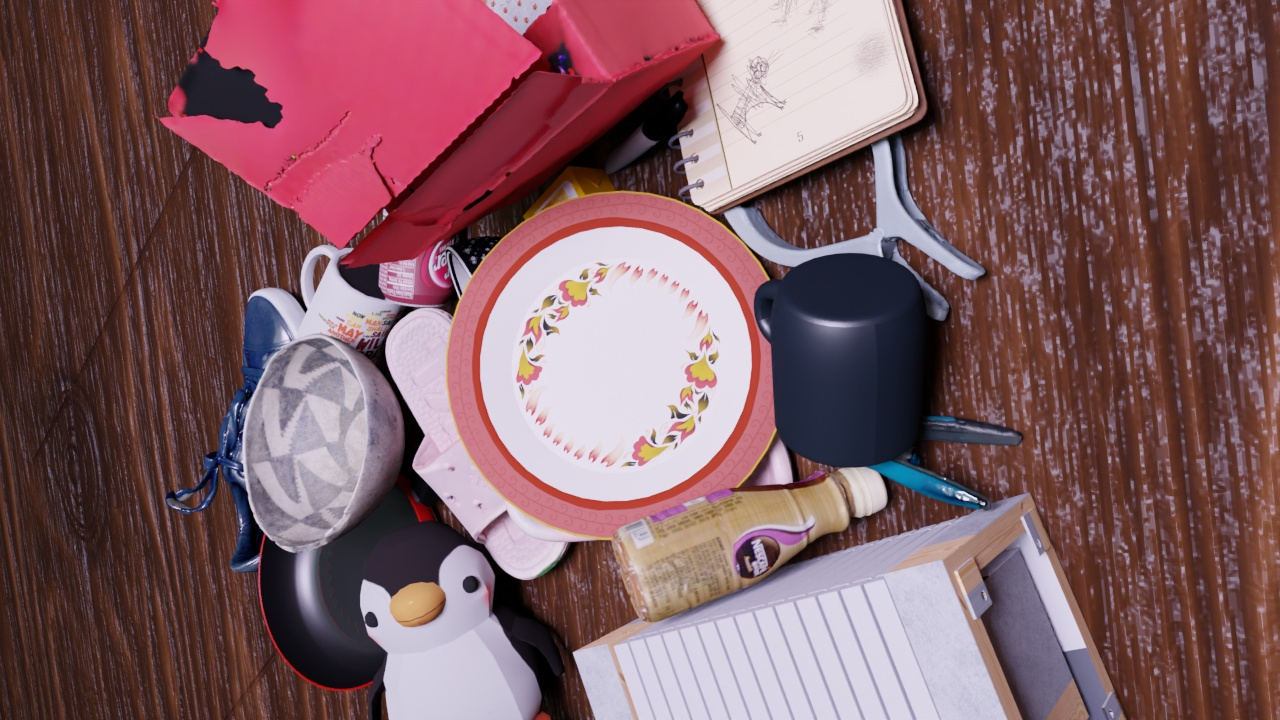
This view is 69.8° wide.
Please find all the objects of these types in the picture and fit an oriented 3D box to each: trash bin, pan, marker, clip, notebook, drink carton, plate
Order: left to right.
[{"bbox_3d":[-0.219,0.144,0.831,0.357,0.067,0.209,-45,65,15],"label":"pan"},{"bbox_3d":[-0.029,-0.074,0.669,0.059,0.040,0.122,-40,72,34],"label":"drink carton"},{"bbox_3d":[-0.016,0.002,0.609,0.230,0.021,0.229,-1,83,10],"label":"plate"},{"bbox_3d":[0.001,-0.151,0.616,0.022,0.016,0.139,-68,17,-12],"label":"marker"},{"bbox_3d":[0.071,-0.220,0.561,0.168,0.024,0.225,-19,77,41],"label":"notebook"},{"bbox_3d":[0.115,0.192,0.527,0.248,0.142,0.142,-27,79,37],"label":"trash bin"},{"bbox_3d":[0.137,-0.116,0.543,0.174,0.030,0.159,29,114,31],"label":"clip"}]

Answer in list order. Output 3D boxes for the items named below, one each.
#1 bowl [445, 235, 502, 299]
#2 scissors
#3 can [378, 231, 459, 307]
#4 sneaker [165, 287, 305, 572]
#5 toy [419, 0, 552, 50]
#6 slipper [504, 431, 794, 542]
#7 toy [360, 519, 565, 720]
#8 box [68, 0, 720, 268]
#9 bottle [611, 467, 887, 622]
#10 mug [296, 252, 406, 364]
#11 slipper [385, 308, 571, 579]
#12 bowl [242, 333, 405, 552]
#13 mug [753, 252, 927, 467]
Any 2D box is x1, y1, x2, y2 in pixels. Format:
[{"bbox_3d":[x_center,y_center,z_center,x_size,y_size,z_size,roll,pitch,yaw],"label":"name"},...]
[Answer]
[{"bbox_3d":[-0.092,-0.043,0.696,0.120,0.066,0.120,56,163,27],"label":"bowl"},{"bbox_3d":[0.150,0.050,0.541,0.123,0.019,0.148,-27,39,1],"label":"scissors"},{"bbox_3d":[-0.185,-0.106,0.772,0.063,0.063,0.114,17,106,35],"label":"can"},{"bbox_3d":[-0.392,0.075,0.922,0.121,0.127,0.294,2,95,37],"label":"sneaker"},{"bbox_3d":[-0.090,-0.245,0.671,0.173,0.092,0.164,-10,93,26],"label":"toy"},{"bbox_3d":[-0.002,0.081,0.641,0.222,0.055,0.106,-8,86,24],"label":"slipper"},{"bbox_3d":[-0.157,0.214,0.740,0.159,0.140,0.184,-19,102,-3],"label":"toy"},{"bbox_3d":[-0.118,-0.137,0.511,0.212,0.317,0.121,-28,76,42],"label":"box"},{"bbox_3d":[0.068,0.102,0.553,0.060,0.166,0.059,160,91,-81],"label":"bottle"},{"bbox_3d":[-0.269,-0.054,0.833,0.105,0.073,0.090,43,120,12],"label":"mug"},{"bbox_3d":[-0.134,0.063,0.729,0.094,0.064,0.239,-35,81,15],"label":"slipper"},{"bbox_3d":[-0.259,0.069,0.786,0.179,0.081,0.178,-5,82,35],"label":"bowl"},{"bbox_3d":[0.107,-0.011,0.530,0.121,0.085,0.095,39,147,47],"label":"mug"}]
